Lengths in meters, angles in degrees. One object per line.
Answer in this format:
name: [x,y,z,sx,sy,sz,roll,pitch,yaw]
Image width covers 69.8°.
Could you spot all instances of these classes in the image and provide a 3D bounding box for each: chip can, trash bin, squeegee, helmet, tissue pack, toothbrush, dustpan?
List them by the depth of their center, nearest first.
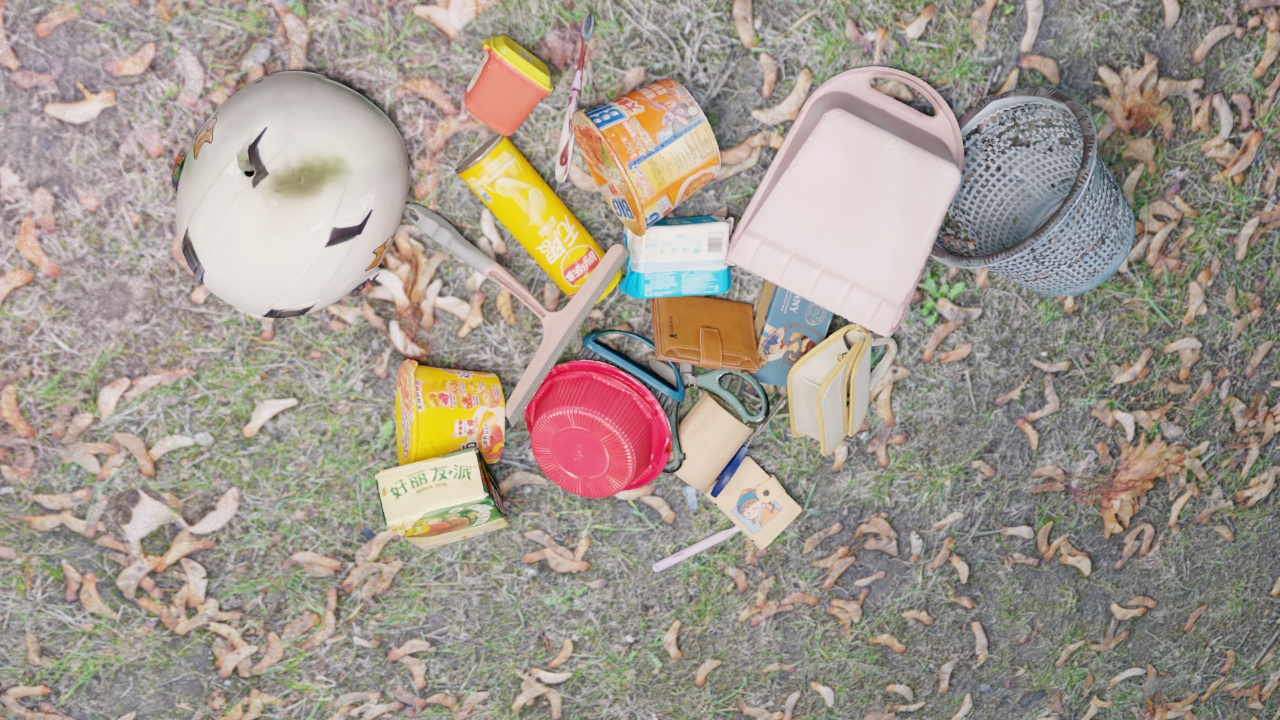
helmet: [-0.360,-0.152,0.936,0.230,0.156,0.274,34,102,-23]
toothbrush: [-0.073,-0.289,1.019,0.016,0.017,0.188,7,110,-15]
squeegee: [-0.167,-0.099,1.026,0.249,0.040,0.248,39,112,7]
chip can: [-0.112,-0.156,1.038,0.072,0.072,0.213,-39,115,5]
dustpan: [0.258,-0.197,1.078,0.222,0.138,0.274,28,115,-3]
tissue pack: [0.045,-0.123,1.091,0.140,0.063,0.090,-5,111,-13]
trash bin: [0.475,-0.179,1.101,0.195,0.226,0.227,25,106,-34]
toothbrush: [0.102,0.252,1.290,0.189,0.029,0.021,-27,154,0]

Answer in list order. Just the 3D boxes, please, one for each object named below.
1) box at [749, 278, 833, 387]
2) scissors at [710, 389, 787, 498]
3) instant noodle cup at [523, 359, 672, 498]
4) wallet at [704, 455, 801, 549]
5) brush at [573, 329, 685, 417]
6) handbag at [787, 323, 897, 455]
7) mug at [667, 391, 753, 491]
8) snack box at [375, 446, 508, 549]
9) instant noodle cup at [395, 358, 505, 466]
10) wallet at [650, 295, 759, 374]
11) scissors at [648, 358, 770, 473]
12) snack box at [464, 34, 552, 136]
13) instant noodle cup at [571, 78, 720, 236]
box: [0.191,-0.058,1.157,0.089,0.059,0.184,8,112,-17]
scissors: [0.140,0.108,1.193,0.012,0.157,0.165,35,79,1]
instant noodle cup: [-0.063,0.098,1.114,0.194,0.065,0.194,11,124,16]
wallet: [0.158,0.193,1.263,0.087,0.024,0.115,-43,97,9]
brush: [-0.007,0.007,1.124,0.144,0.055,0.073,31,96,1]
handbag: [0.273,0.025,1.176,0.178,0.063,0.163,-39,145,-16]
mug: [0.068,0.091,1.188,0.124,0.084,0.103,38,98,3]
snack box: [-0.224,0.167,1.071,0.114,0.240,0.063,-14,74,-7]
instant noodle cup: [-0.224,0.069,1.079,0.109,0.138,0.138,0,113,-22]
wallet: [0.079,-0.029,1.118,0.130,0.118,0.035,7,141,-16]
scissors: [0.066,0.068,1.143,0.170,0.019,0.180,28,94,19]
snack box: [-0.143,-0.289,0.966,0.082,0.091,0.080,32,109,-23]
instant noodle cup: [0.010,-0.227,1.000,0.111,0.151,0.151,-31,116,-8]
